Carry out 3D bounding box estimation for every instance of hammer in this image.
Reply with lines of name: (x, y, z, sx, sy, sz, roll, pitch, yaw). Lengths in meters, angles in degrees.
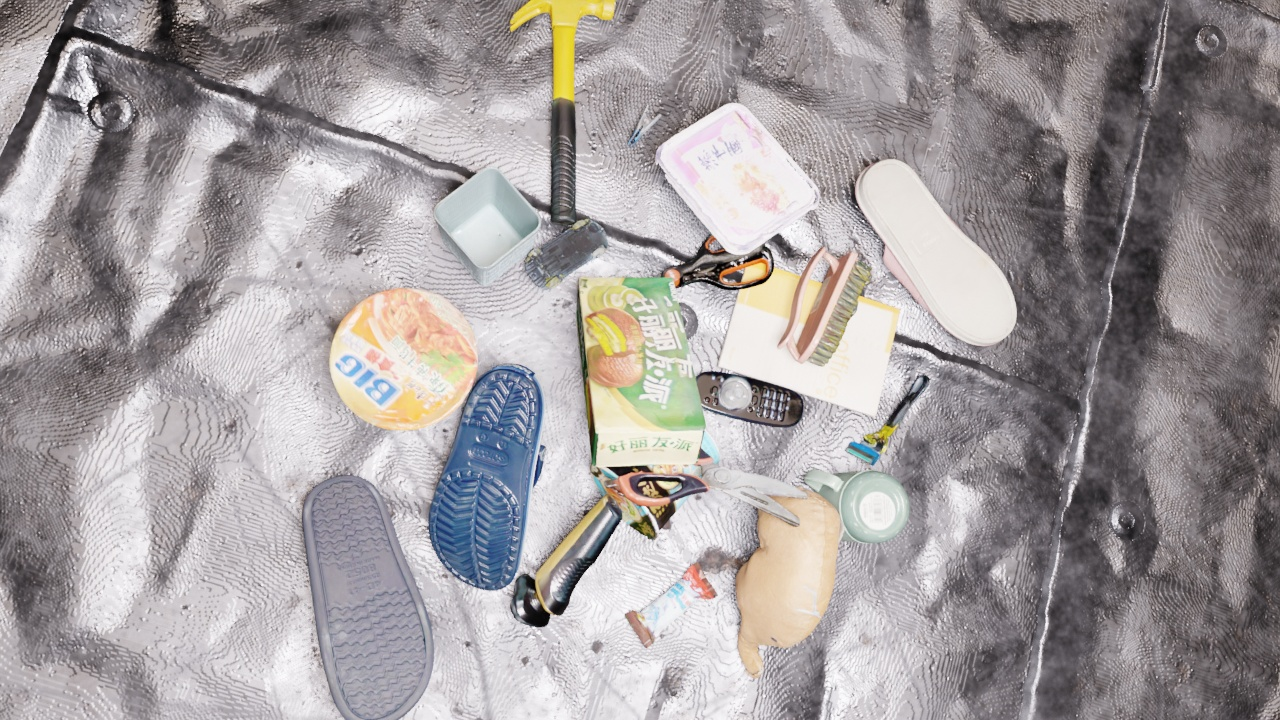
hammer: (-0.094, -0.312, 1.116, 0.128, 0.033, 0.300, 0, 81, -9)

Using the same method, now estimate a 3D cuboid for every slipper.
slipper: (-0.293, 0.256, 0.982, 0.110, 0.083, 0.268, -12, 66, -21)
slipper: (-0.161, 0.123, 1.006, 0.105, 0.095, 0.253, 12, 101, 7)
slipper: (0.365, -0.132, 1.150, 0.114, 0.054, 0.274, -40, 92, -13)

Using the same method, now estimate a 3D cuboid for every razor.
razor: (-0.080, 0.219, 1.011, 0.167, 0.062, 0.067, -52, 51, 2)
razor: (0.312, 0.072, 1.128, 0.043, 0.022, 0.142, 29, 69, 41)

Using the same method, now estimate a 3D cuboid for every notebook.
notebook: (0.210, -0.028, 1.131, 0.206, 0.010, 0.145, 18, 77, -6)

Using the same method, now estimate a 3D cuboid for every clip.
clip: (0.001, -0.290, 1.133, 0.028, 0.024, 0.056, 34, 74, -6)

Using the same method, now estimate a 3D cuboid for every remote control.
remote control: (0.128, 0.047, 1.100, 0.136, 0.024, 0.053, 14, 81, -6)

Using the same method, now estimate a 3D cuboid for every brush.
brush: (0.216, -0.062, 1.101, 0.073, 0.063, 0.145, 28, 78, -7)

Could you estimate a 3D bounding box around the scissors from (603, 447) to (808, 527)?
scissors: (0.064, 0.126, 0.974, 0.213, 0.015, 0.197, -20, 62, -23)

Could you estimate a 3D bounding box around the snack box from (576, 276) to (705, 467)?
snack box: (-0.006, 0.006, 1.004, 0.114, 0.063, 0.239, 0, 45, -9)

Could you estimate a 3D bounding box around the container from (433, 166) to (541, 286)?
container: (-0.173, -0.145, 1.038, 0.089, 0.111, 0.090, -41, 89, -14)

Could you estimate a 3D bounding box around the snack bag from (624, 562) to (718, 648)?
snack bag: (0.036, 0.280, 1.049, 0.104, 0.026, 0.048, -32, 75, -13)

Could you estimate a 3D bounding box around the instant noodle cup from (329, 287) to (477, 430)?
instant noodle cup: (-0.252, 0.006, 1.002, 0.151, 0.111, 0.151, 1, 81, -9)

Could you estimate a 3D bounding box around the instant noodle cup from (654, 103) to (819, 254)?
instant noodle cup: (0.113, -0.209, 1.106, 0.138, 0.060, 0.173, -34, 73, -12)

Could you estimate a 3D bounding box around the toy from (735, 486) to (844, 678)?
toy: (0.155, 0.251, 1.015, 0.082, 0.143, 0.226, 17, 90, -18)

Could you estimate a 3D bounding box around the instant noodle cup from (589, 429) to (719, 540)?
instant noodle cup: (0.022, 0.121, 1.035, 0.120, 0.111, 0.111, -40, 89, -20)

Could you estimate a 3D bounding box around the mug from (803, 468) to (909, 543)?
mug: (0.243, 0.161, 1.059, 0.112, 0.106, 0.082, 35, 78, -2)

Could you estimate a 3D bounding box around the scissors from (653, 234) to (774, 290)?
scissors: (0.056, -0.091, 1.107, 0.234, 0.022, 0.125, -37, 78, -13)

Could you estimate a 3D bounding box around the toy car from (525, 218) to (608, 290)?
toy car: (-0.087, -0.126, 1.089, 0.105, 0.031, 0.049, -35, 89, -11)
